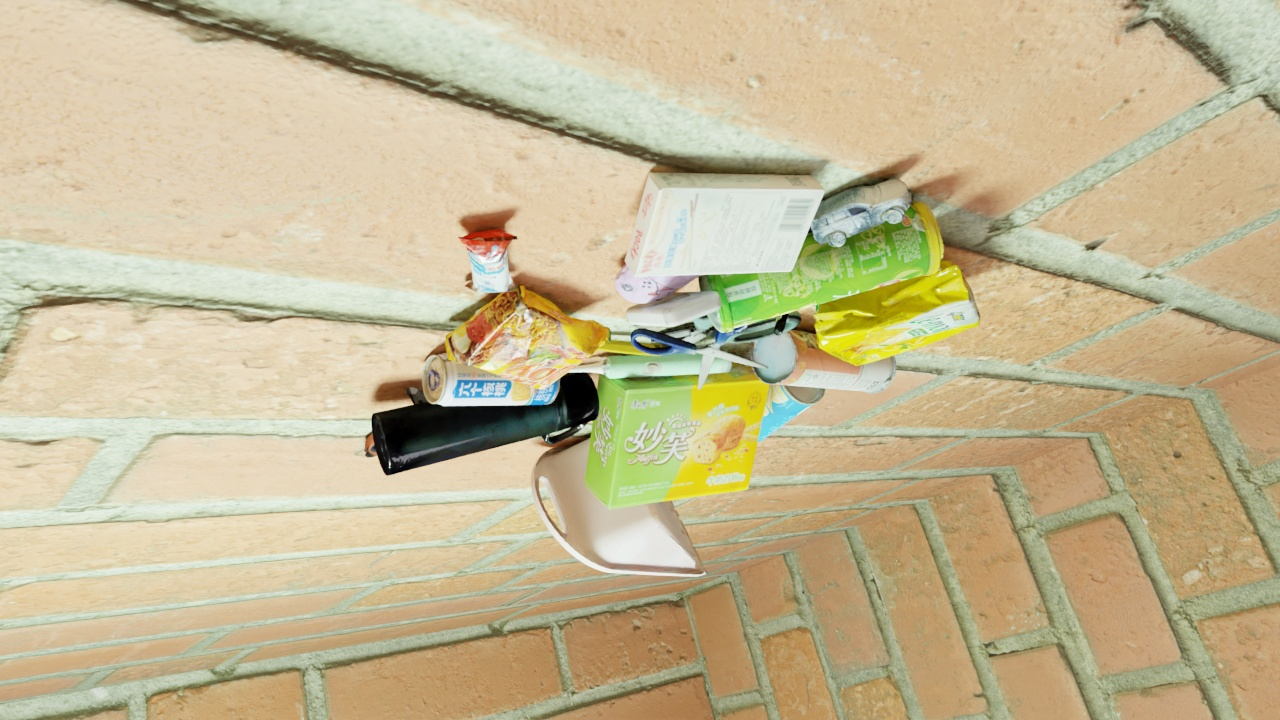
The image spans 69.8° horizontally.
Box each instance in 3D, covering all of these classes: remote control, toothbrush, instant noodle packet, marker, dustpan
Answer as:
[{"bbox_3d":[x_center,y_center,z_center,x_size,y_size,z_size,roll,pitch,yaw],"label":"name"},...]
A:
[{"bbox_3d":[0.029,-0.048,0.856,0.055,0.020,0.136,-20,-171,-15],"label":"remote control"},{"bbox_3d":[-0.050,-0.020,0.958,0.189,0.015,0.017,5,146,-39],"label":"toothbrush"},{"bbox_3d":[-0.106,-0.017,0.867,0.111,0.044,0.128,-32,147,27],"label":"instant noodle packet"},{"bbox_3d":[-0.006,0.006,1.035,0.224,0.026,0.027,-3,-162,-12],"label":"toothbrush"},{"bbox_3d":[0.145,-0.052,0.919,0.018,0.015,0.123,-62,180,27],"label":"marker"},{"bbox_3d":[-0.040,0.214,1.323,0.139,0.222,0.273,-30,146,3],"label":"dustpan"}]

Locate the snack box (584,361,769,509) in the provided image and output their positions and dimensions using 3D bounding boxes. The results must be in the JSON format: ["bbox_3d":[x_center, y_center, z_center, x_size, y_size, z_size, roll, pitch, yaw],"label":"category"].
[{"bbox_3d":[0.046,0.087,1.116,0.209,0.070,0.158,-3,113,-30],"label":"snack box"}]

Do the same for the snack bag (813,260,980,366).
[{"bbox_3d":[0.282,-0.054,1.006,0.158,0.068,0.246,-20,169,20],"label":"snack bag"}]

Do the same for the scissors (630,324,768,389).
[{"bbox_3d":[0.068,-0.015,0.988,0.162,0.012,0.173,2,146,-8],"label":"scissors"}]

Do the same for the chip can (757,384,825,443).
[{"bbox_3d":[0.172,0.069,1.286,0.071,0.071,0.211,-5,157,-27],"label":"chip can"}]

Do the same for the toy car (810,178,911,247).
[{"bbox_3d":[0.193,-0.134,0.809,0.091,0.042,0.034,-19,127,24],"label":"toy car"}]

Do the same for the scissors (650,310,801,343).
[{"bbox_3d":[0.107,-0.042,1.008,0.180,0.019,0.171,4,154,-33],"label":"scissors"}]

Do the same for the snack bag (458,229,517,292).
[{"bbox_3d":[-0.123,-0.078,0.745,0.048,0.026,0.104,1,157,-9],"label":"snack bag"}]

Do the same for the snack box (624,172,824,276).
[{"bbox_3d":[0.070,-0.111,0.752,0.156,0.027,0.085,-4,133,-26],"label":"snack box"}]

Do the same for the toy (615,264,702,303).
[{"bbox_3d":[0.026,-0.082,0.820,0.108,0.039,0.083,-30,145,34],"label":"toy"}]

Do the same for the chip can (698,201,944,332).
[{"bbox_3d":[0.165,-0.087,0.864,0.221,0.072,0.072,-16,160,1],"label":"chip can"}]

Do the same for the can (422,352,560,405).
[{"bbox_3d":[-0.152,0.020,0.942,0.134,0.053,0.053,1,154,-39],"label":"can"}]

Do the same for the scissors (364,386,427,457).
[{"bbox_3d":[-0.247,0.071,1.064,0.227,0.015,0.188,-26,158,26],"label":"scissors"}]

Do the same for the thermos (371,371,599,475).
[{"bbox_3d":[-0.166,0.075,1.012,0.242,0.068,0.090,-11,126,-26],"label":"thermos"}]

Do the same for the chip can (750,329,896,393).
[{"bbox_3d":[0.232,0.002,1.149,0.214,0.071,0.071,5,152,-43],"label":"chip can"}]
